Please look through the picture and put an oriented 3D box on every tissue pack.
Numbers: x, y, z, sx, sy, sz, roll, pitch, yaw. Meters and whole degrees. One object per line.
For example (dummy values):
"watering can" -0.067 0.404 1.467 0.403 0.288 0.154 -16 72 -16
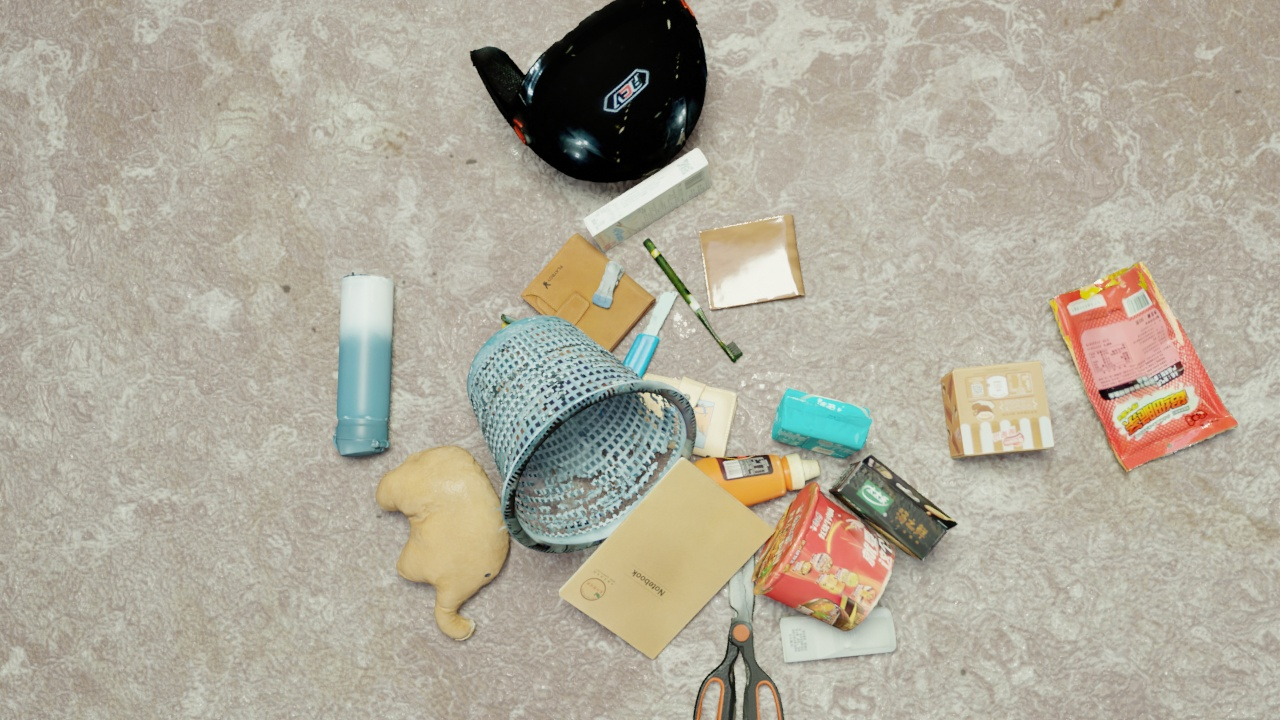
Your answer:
"tissue pack" 0.195 0.069 1.002 0.093 0.133 0.050 15 80 6

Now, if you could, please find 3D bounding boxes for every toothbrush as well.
"toothbrush" 0.062 -0.075 1.101 0.017 0.012 0.186 -35 79 -4

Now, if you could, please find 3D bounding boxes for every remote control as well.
"remote control" 0.219 0.305 1.022 0.125 0.024 0.049 -8 81 7

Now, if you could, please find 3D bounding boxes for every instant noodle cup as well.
"instant noodle cup" 0.200 0.215 0.986 0.108 0.138 0.138 30 87 2

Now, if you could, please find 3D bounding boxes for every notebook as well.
"notebook" 0.030 0.223 1.017 0.148 0.008 0.208 40 97 -19

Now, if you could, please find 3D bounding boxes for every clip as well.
"clip" -0.037 -0.090 1.084 0.024 0.026 0.056 24 90 11

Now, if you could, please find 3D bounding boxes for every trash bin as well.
"trash bin" -0.083 0.060 0.997 0.226 0.226 0.195 -42 49 0

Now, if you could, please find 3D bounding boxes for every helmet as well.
"helmet" -0.037 -0.311 1.021 0.233 0.274 0.230 -36 105 6

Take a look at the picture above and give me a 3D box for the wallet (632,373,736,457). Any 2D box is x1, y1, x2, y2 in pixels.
"wallet" 0.051 0.063 1.079 0.115 0.024 0.087 13 89 10

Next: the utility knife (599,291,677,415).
"utility knife" -0.006 0.006 1.094 0.034 0.018 0.203 26 88 12

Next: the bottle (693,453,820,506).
"bottle" 0.130 0.134 1.041 0.149 0.067 0.066 -10 81 -1

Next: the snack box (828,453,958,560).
"snack box" 0.266 0.157 0.984 0.113 0.125 0.053 39 88 10

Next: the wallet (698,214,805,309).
"wallet" 0.132 -0.117 1.094 0.115 0.020 0.101 -8 82 9

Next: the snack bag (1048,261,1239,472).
"snack bag" 0.542 0.005 1.003 0.129 0.073 0.208 -25 85 8

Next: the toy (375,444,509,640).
"toy" -0.218 0.210 1.069 0.143 0.082 0.226 -20 83 9

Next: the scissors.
"scissors" 0.126 0.323 1.037 0.161 0.022 0.233 27 82 4

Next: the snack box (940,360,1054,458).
"snack box" 0.388 0.056 1.006 0.093 0.077 0.094 -6 81 6

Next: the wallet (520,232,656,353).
"wallet" -0.064 -0.075 1.109 0.132 0.031 0.108 41 87 12

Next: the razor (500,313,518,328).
"razor" -0.170 0.011 1.111 0.043 0.028 0.132 21 82 -21

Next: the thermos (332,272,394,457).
"thermos" -0.337 0.007 1.116 0.070 0.070 0.220 0 82 7

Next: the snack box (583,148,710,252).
"snack box" 0.010 -0.187 1.086 0.157 0.084 0.027 -31 81 2
